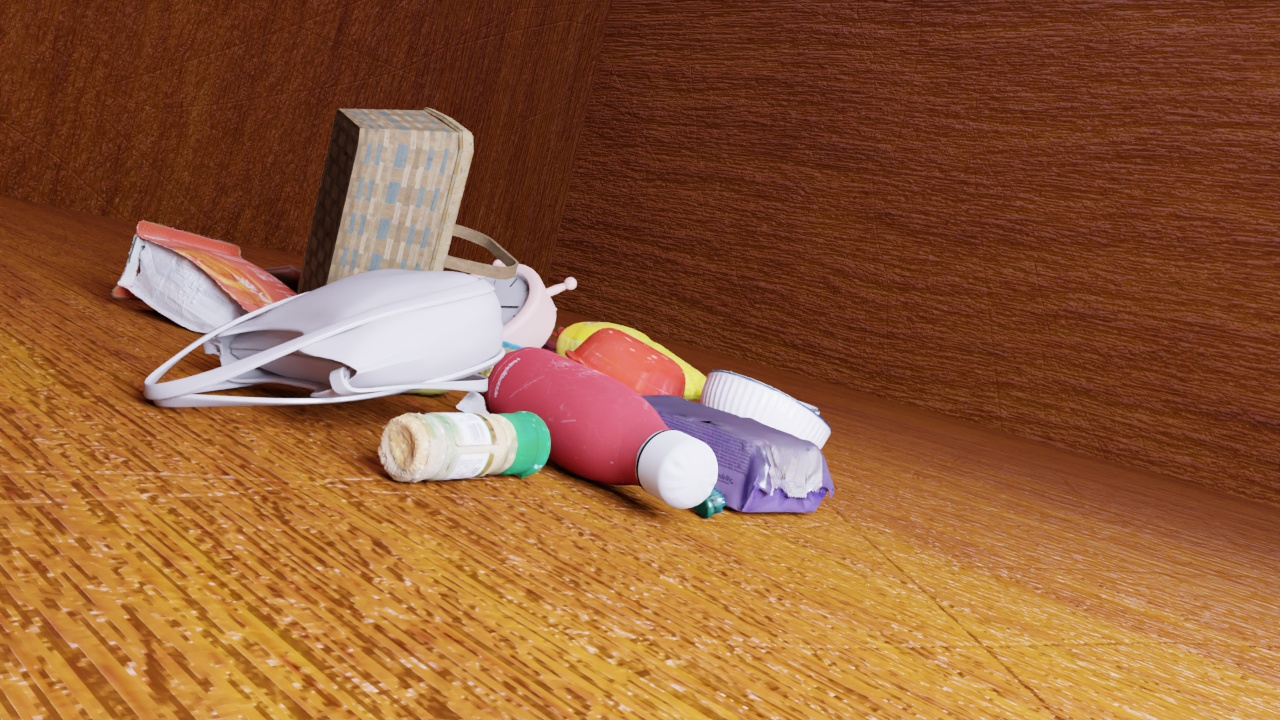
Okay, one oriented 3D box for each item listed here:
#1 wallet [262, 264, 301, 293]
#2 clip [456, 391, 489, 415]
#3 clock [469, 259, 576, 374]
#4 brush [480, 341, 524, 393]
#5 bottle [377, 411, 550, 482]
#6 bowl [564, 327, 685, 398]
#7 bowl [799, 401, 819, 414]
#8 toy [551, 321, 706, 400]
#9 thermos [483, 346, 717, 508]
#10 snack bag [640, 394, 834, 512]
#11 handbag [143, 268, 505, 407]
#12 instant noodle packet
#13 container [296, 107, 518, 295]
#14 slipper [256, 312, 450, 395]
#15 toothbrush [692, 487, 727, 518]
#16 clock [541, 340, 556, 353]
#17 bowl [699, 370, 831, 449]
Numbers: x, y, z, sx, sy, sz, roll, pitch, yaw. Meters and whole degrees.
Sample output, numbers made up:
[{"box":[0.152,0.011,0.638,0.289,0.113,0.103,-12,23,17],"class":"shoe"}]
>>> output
[{"box":[-0.372,-0.077,1.066,0.088,0.013,0.121,1,-25,46],"class":"wallet"},{"box":[-0.118,0.051,0.653,0.057,0.054,0.102,-22,7,-2],"class":"clip"},{"box":[-0.161,-0.039,1.033,0.131,0.086,0.160,16,50,35],"class":"clock"},{"box":[-0.086,0.023,0.897,0.136,0.055,0.075,16,10,27],"class":"brush"},{"box":[-0.103,0.052,0.550,0.043,0.043,0.111,16,6,33],"class":"bottle"},{"box":[-0.005,0.005,0.872,0.130,0.045,0.130,29,3,-2],"class":"bowl"},{"box":[0.123,0.066,0.948,0.113,0.063,0.113,13,5,-1],"class":"bowl"},{"box":[-0.015,0.008,1.019,0.208,0.092,0.133,8,-4,35],"class":"toy"},{"box":[-0.031,0.046,0.637,0.073,0.073,0.240,11,6,-35],"class":"thermos"},{"box":[0.044,0.066,0.725,0.206,0.058,0.096,18,6,43],"class":"snack bag"},{"box":[-0.225,-0.001,0.629,0.216,0.096,0.222,6,19,43],"class":"handbag"},{"box":[-0.383,-0.054,0.934,0.221,0.084,0.164,23,1,11],"class":"instant noodle packet"},{"box":[-0.224,-0.123,0.929,0.186,0.250,0.157,8,19,-32],"class":"container"},{"box":[-0.240,-0.018,0.789,0.190,0.081,0.092,13,6,-41],"class":"slipper"},{"box":[0.002,0.063,0.672,0.017,0.016,0.190,-12,28,-29],"class":"toothbrush"},{"box":[-0.094,0.003,1.223,0.087,0.044,0.124,14,5,-1],"class":"clock"},{"box":[0.099,0.063,0.798,0.118,0.062,0.118,27,-11,5],"class":"bowl"}]
